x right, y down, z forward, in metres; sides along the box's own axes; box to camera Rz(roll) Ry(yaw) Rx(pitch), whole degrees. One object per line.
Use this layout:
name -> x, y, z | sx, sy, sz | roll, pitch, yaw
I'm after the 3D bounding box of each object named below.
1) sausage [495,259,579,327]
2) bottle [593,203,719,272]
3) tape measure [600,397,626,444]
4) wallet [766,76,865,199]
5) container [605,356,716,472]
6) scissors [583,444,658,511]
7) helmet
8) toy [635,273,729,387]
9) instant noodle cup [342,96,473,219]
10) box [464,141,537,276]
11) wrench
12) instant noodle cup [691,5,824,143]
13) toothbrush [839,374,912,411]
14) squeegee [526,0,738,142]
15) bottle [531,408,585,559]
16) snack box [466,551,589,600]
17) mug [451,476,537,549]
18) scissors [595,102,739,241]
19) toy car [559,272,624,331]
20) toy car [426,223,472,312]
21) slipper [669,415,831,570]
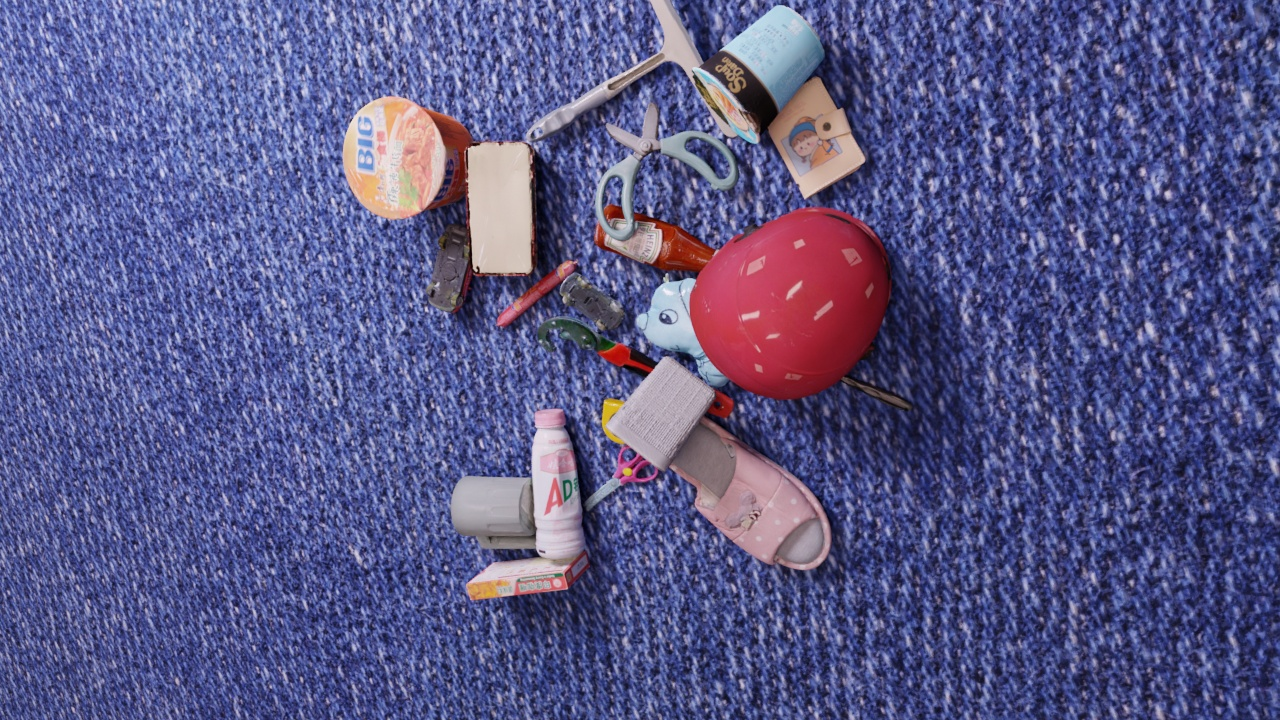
sausage -> -0.139, -0.089, 1.220 | 0.156, 0.020, 0.020 | -36, 87, 23
bottle -> 0.046, -0.134, 1.120 | 0.206, 0.059, 0.060 | 20, 107, 10
tape measure -> -0.021, 0.080, 1.204 | 0.060, 0.028, 0.057 | 11, 103, 18
wallet -> 0.200, -0.257, 1.056 | 0.087, 0.024, 0.115 | -29, 89, 28
container -> 0.030, 0.062, 1.115 | 0.090, 0.090, 0.114 | 37, 91, 5
scissors -> -0.030, 0.166, 1.235 | 0.063, 0.017, 0.135 | 41, 117, -4
helmet -> 0.174, -0.061, 1.021 | 0.240, 0.143, 0.207 | -43, 93, 11
toy -> 0.076, -0.040, 1.132 | 0.162, 0.049, 0.156 | -14, 100, 21
instant noodle cup -> -0.289, -0.261, 1.191 | 0.151, 0.111, 0.151 | 4, 102, 20
box -> -0.174, -0.192, 1.166 | 0.091, 0.079, 0.168 | -1, 102, -4
wrench -> -0.007, 0.007, 1.177 | 0.273, 0.016, 0.056 | 23, 118, 8
instant noodle cup -> 0.137, -0.321, 1.017 | 0.120, 0.111, 0.111 | -43, 84, 2
toothbrush -> 0.240, 0.020, 1.101 | 0.181, 0.018, 0.016 | 25, 105, 13
squeegee -> -0.037, -0.331, 1.121 | 0.247, 0.039, 0.246 | -25, 106, 25
bottle -> -0.115, 0.165, 1.239 | 0.068, 0.068, 0.197 | -2, 97, 21
snack box -> -0.156, 0.298, 1.274 | 0.156, 0.076, 0.027 | -12, 97, 23
mug -> -0.191, 0.217, 1.278 | 0.103, 0.083, 0.124 | -3, 126, 20
scissors -> 0.028, -0.214, 1.089 | 0.170, 0.019, 0.173 | 16, 88, 2
toy car -> -0.061, -0.077, 1.184 | 0.090, 0.034, 0.043 | 36, 113, -5
toy car -> -0.249, -0.124, 1.240 | 0.053, 0.045, 0.120 | 23, 102, 16
slipper -> 0.122, 0.161, 1.153 | 0.274, 0.054, 0.114 | 41, 112, 10
